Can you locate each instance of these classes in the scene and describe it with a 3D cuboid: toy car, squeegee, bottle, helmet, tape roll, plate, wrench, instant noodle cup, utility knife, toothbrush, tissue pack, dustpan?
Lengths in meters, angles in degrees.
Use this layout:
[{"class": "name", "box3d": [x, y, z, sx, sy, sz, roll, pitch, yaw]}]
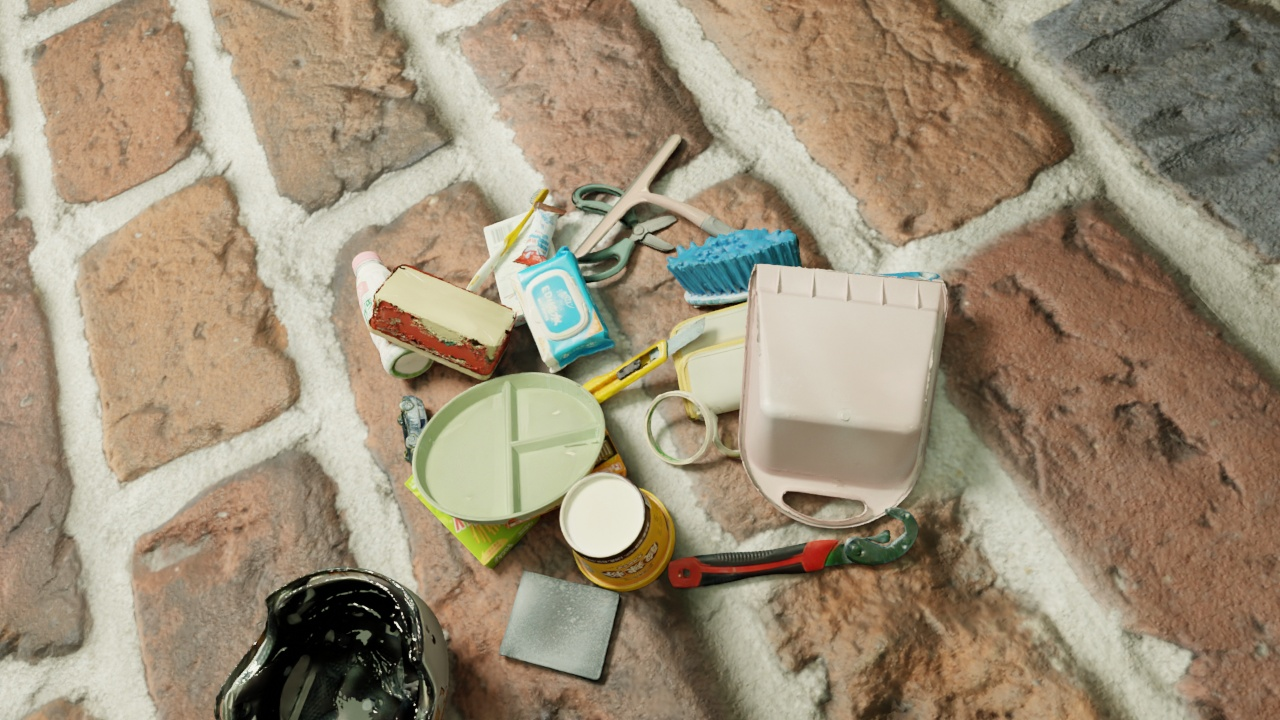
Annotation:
[{"class": "toy car", "box3d": [-0.285, 0.087, 1.152, 0.034, 0.043, 0.090, -1, 54, -25]}, {"class": "squeegee", "box3d": [0.077, -0.178, 1.183, 0.250, 0.040, 0.247, 28, 65, 18]}, {"class": "bottle", "box3d": [-0.337, -0.066, 1.223, 0.068, 0.068, 0.197, -31, 59, -3]}, {"class": "helmet", "box3d": [-0.303, 0.357, 0.964, 0.230, 0.157, 0.273, 10, 79, 15]}, {"class": "tape roll", "box3d": [0.044, 0.078, 1.069, 0.086, 0.013, 0.086, 2, 94, 27]}, {"class": "plate", "box3d": [-0.151, 0.101, 1.069, 0.230, 0.027, 0.229, -8, 41, 7]}, {"class": "wrench", "box3d": [0.163, 0.211, 0.993, 0.274, 0.016, 0.056, -14, 90, 10]}, {"class": "instant noodle cup", "box3d": [-0.029, 0.182, 1.004, 0.118, 0.114, 0.118, -5, 64, 10]}, {"class": "utility knife", "box3d": [-0.007, 0.006, 1.099, 0.209, 0.015, 0.033, -33, 62, 20]}, {"class": "toothbrush", "box3d": [-0.181, -0.159, 1.225, 0.018, 0.016, 0.191, 24, 72, 34]}, {"class": "tissue pack", "box3d": [-0.099, -0.063, 1.145, 0.090, 0.063, 0.140, -24, 87, 2]}, {"class": "dustpan", "box3d": [0.216, 0.037, 1.032, 0.223, 0.139, 0.272, 9, 54, 9]}]

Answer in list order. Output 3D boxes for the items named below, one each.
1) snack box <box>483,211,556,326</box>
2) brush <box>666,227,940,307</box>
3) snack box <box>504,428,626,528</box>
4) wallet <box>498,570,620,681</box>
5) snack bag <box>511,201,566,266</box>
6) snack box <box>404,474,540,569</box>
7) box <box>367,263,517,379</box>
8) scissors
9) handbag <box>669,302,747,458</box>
[{"class": "snack box", "box3d": [-0.153, -0.126, 1.227, 0.085, 0.027, 0.156, -20, 63, 3]}, {"class": "brush", "box3d": [0.196, -0.112, 1.113, 0.315, 0.109, 0.060, -9, 37, 16]}, {"class": "snack box", "box3d": [-0.100, 0.133, 1.077, 0.153, 0.026, 0.075, -22, 58, -11]}, {"class": "wallet", "box3d": [-0.089, 0.295, 1.021, 0.121, 0.019, 0.097, 9, 70, 16]}, {"class": "snack bag", "box3d": [-0.133, -0.164, 1.211, 0.048, 0.026, 0.104, 16, 69, 5]}, {"class": "snack box", "box3d": [-0.203, 0.168, 1.102, 0.156, 0.026, 0.085, 39, 79, 25]}, {"class": "box", "box3d": [-0.245, -0.054, 1.143, 0.168, 0.076, 0.091, 23, 42, -1]}, {"class": "scissors", "box3d": [-0.043, -0.180, 1.228, 0.170, 0.019, 0.181, -25, 61, -6]}, {"class": "handbag", "box3d": [0.126, 0.022, 1.077, 0.163, 0.063, 0.178, -14, 67, 8]}]
